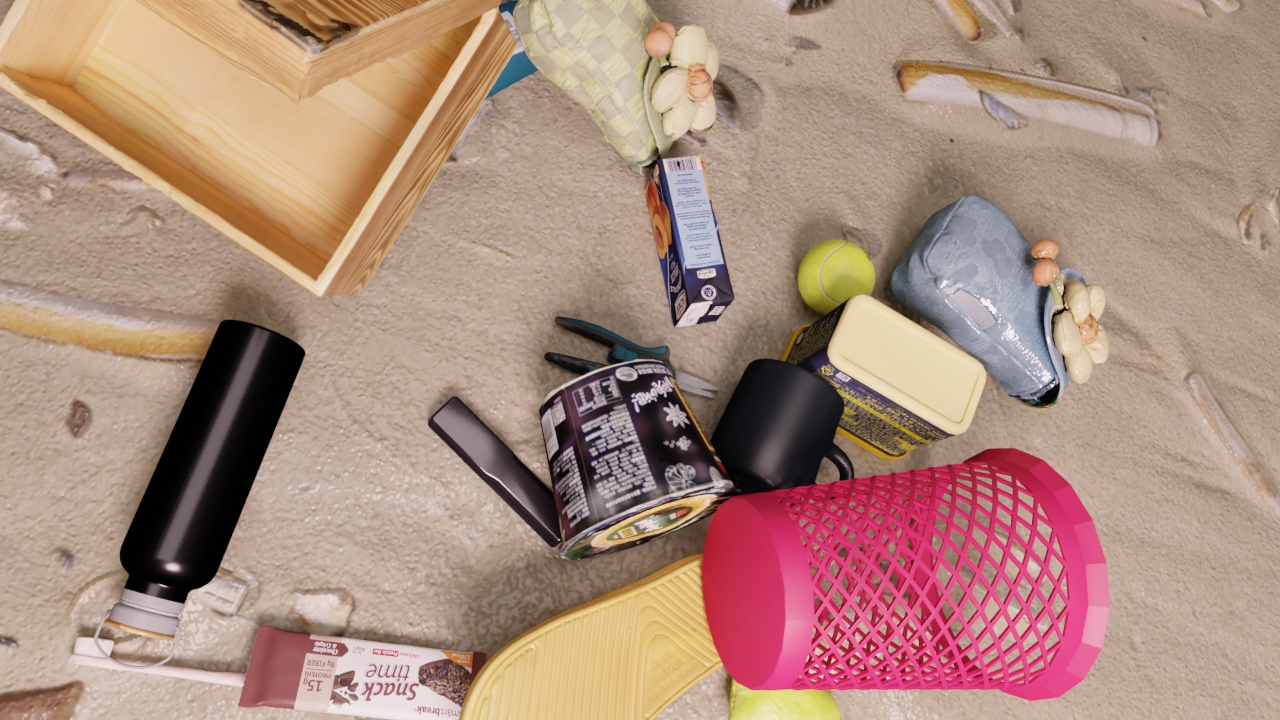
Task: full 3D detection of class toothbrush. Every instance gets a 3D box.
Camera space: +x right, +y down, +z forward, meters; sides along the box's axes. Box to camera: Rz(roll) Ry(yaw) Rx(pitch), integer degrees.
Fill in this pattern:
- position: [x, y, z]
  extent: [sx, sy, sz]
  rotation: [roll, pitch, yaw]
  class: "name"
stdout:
- position: [-0.284, 0.208, 0.615]
  extent: [0.181, 0.016, 0.018]
  rotation: [13, 66, -11]
  class: "toothbrush"

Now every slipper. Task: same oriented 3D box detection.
- position: [-0.022, 0.216, 0.654]
  extent: [0.262, 0.079, 0.099]
  rotation: [-20, 80, -37]
  class: "slipper"

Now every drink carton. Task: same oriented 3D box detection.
- position: [0.039, -0.097, 0.762]
  extent: [0.040, 0.064, 0.130]
  rotation: [-9, 77, -12]
  class: "drink carton"

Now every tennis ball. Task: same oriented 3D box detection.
- position: [0.168, -0.071, 0.788]
  extent: [0.065, 0.065, 0.065]
  rotation: [4, 74, -14]
  class: "tennis ball"

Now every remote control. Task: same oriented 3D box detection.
- position: [-0.103, 0.084, 0.698]
  extent: [0.136, 0.015, 0.032]
  rotation: [45, 69, 0]
  class: "remote control"

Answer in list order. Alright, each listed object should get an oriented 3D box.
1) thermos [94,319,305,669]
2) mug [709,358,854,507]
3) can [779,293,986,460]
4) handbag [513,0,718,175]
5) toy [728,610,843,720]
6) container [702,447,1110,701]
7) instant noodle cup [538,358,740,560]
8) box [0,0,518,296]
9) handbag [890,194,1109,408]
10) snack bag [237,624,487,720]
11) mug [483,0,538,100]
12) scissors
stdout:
- position: [-0.298, 0.089, 0.619]
  extent: [0.061, 0.061, 0.231]
  rotation: [19, 71, -10]
  class: "thermos"
- position: [0.118, 0.071, 0.727]
  extent: [0.121, 0.085, 0.094]
  rotation: [34, 69, -12]
  class: "mug"
- position: [0.193, 0.015, 0.750]
  extent: [0.135, 0.104, 0.075]
  rotation: [30, 69, -6]
  class: "can"
- position: [-0.007, -0.247, 0.745]
  extent: [0.186, 0.117, 0.113]
  rotation: [42, 67, -38]
  class: "handbag"
- position: [0.117, 0.245, 0.698]
  extent: [0.092, 0.046, 0.115]
  rotation: [32, 62, -6]
  class: "toy"
- position: [0.172, 0.156, 0.651]
  extent: [0.225, 0.184, 0.183]
  rotation: [1, 74, -20]
  class: "container"
- position: [-0.010, 0.069, 0.671]
  extent: [0.137, 0.137, 0.112]
  rotation: [-14, 70, -19]
  class: "instant noodle cup"
- position: [-0.249, -0.228, 0.541]
  extent: [0.279, 0.315, 0.282]
  rotation: [34, 93, -1]
  class: "box"
- position: [0.325, -0.056, 0.800]
  extent: [0.192, 0.119, 0.121]
  rotation: [42, 68, -7]
  class: "handbag"
- position: [-0.185, 0.217, 0.627]
  extent: [0.158, 0.013, 0.056]
  rotation: [13, 51, -15]
  class: "snack bag"
- position: [-0.140, -0.248, 0.752]
  extent: [0.121, 0.078, 0.078]
  rotation: [-33, 85, -25]
  class: "mug"
- position: [-0.007, -0.002, 0.747]
  extent: [0.128, 0.019, 0.140]
  rotation: [-29, 86, -21]
  class: "scissors"
